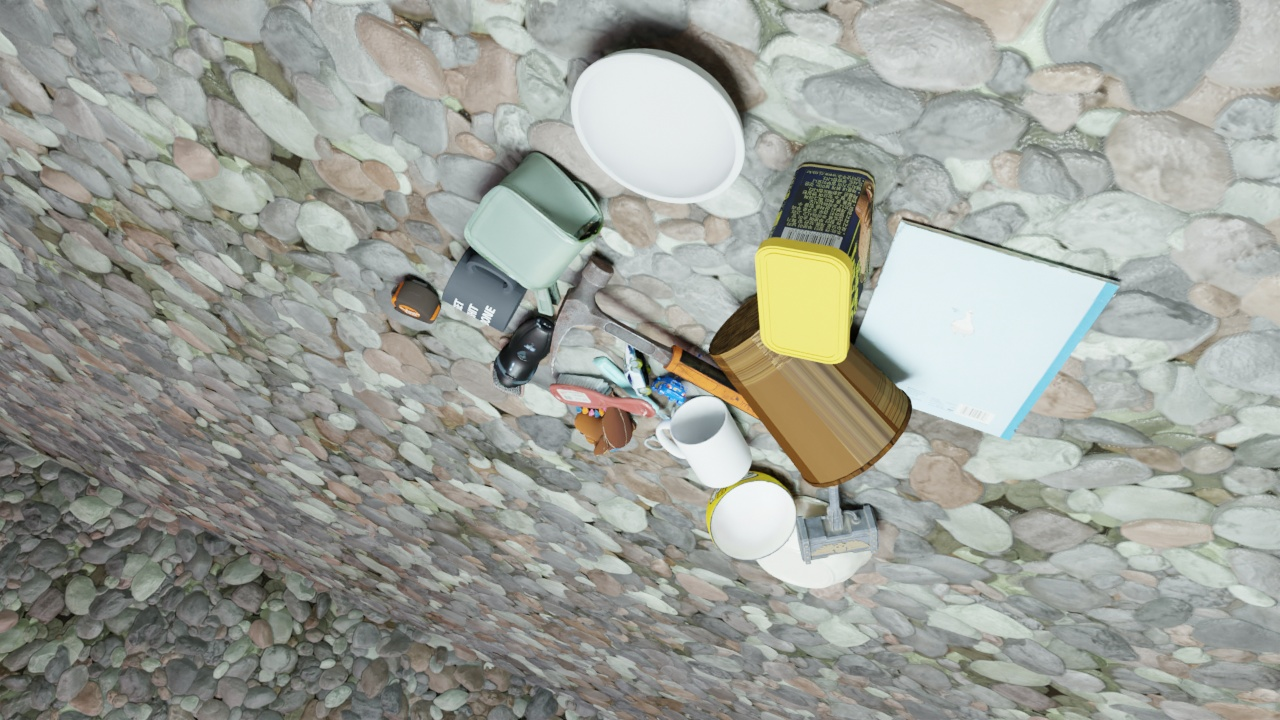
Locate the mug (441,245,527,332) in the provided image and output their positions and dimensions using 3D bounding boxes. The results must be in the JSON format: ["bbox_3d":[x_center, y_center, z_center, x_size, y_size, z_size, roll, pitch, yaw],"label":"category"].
[{"bbox_3d":[-0.168,-0.085,1.017,0.077,0.071,0.105,29,159,-6],"label":"mug"}]

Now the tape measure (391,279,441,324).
[{"bbox_3d":[-0.282,-0.078,1.150,0.058,0.038,0.059,20,162,9],"label":"tape measure"}]

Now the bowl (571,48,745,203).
[{"bbox_3d":[0.019,-0.198,0.752,0.149,0.043,0.150,18,148,12],"label":"bowl"}]

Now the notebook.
[{"bbox_3d":[0.298,-0.018,0.853,0.181,0.009,0.254,20,148,11],"label":"notebook"}]

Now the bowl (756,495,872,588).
[{"bbox_3d":[0.222,0.264,1.278,0.188,0.060,0.220,21,149,8],"label":"bowl"}]

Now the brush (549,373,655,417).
[{"bbox_3d":[-0.044,0.042,1.145,0.173,0.030,0.041,8,144,40],"label":"brush"}]

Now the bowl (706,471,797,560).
[{"bbox_3d":[0.140,0.195,1.203,0.117,0.117,0.067,38,-171,-19],"label":"bowl"}]

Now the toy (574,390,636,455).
[{"bbox_3d":[-0.054,0.072,1.213,0.090,0.070,0.103,15,126,41],"label":"toy"}]

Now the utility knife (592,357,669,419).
[{"bbox_3d":[0.005,0.052,1.147,0.165,0.015,0.022,42,144,-16],"label":"utility knife"}]

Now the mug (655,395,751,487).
[{"bbox_3d":[0.071,0.099,1.124,0.111,0.073,0.090,2,142,33],"label":"mug"}]

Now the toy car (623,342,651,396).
[{"bbox_3d":[-0.006,0.006,1.070,0.027,0.038,0.090,-7,140,9],"label":"toy car"}]

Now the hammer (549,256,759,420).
[{"bbox_3d":[0.045,0.017,1.021,0.314,0.035,0.138,28,115,-15],"label":"hammer"}]

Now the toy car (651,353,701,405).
[{"bbox_3d":[0.046,0.017,1.083,0.033,0.062,0.092,30,178,-11],"label":"toy car"}]

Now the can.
[{"bbox_3d":[0.150,-0.081,0.773,0.075,0.104,0.135,13,146,20],"label":"can"}]

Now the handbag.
[{"bbox_3d":[-0.104,-0.134,0.909,0.106,0.067,0.122,41,146,-9],"label":"handbag"}]

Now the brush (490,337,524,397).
[{"bbox_3d":[-0.180,0.011,1.227,0.050,0.015,0.136,21,148,5],"label":"brush"}]

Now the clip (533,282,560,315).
[{"bbox_3d":[-0.107,-0.083,1.026,0.023,0.042,0.076,14,148,15],"label":"clip"}]

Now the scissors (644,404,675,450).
[{"bbox_3d":[0.075,0.113,1.202,0.141,0.014,0.158,13,142,7],"label":"scissors"}]

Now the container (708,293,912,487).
[{"bbox_3d":[0.159,0.018,0.894,0.167,0.131,0.132,46,144,-14],"label":"container"}]

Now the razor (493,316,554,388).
[{"bbox_3d":[-0.141,-0.010,1.122,0.053,0.063,0.141,30,149,-9],"label":"razor"}]

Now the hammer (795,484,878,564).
[{"bbox_3d":[0.225,0.128,1.078,0.098,0.044,0.322,-11,134,5],"label":"hammer"}]
